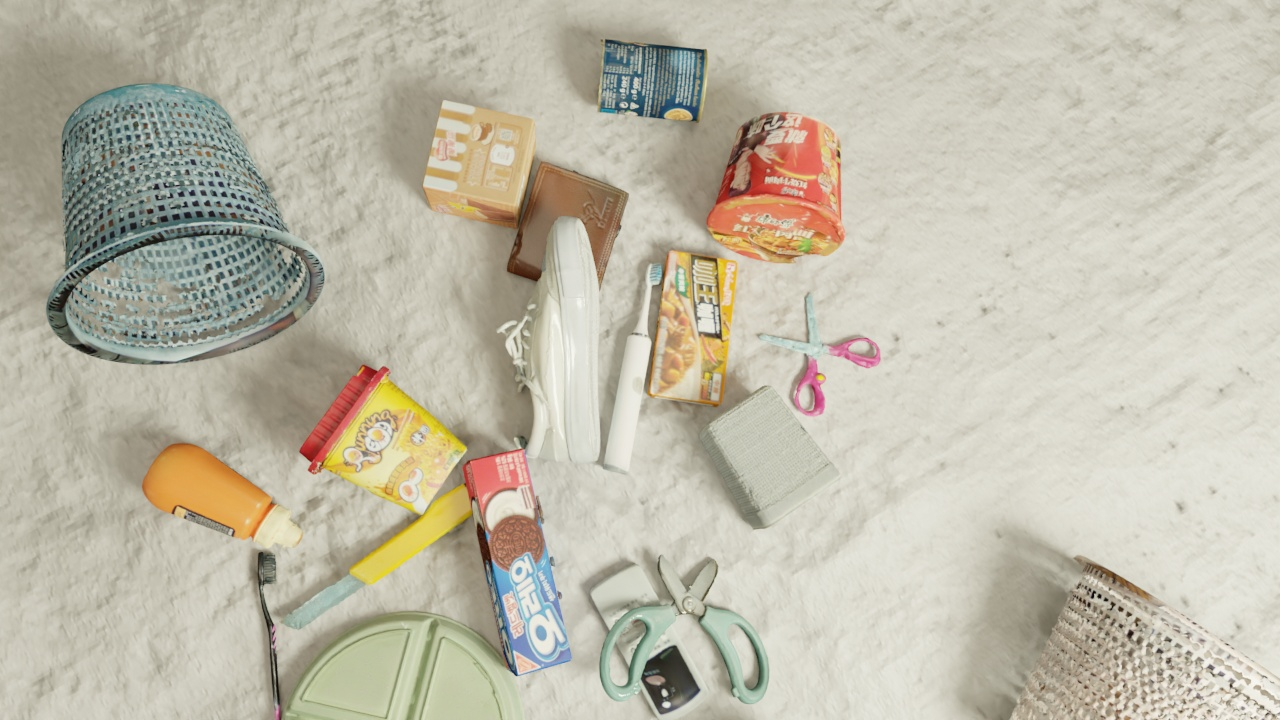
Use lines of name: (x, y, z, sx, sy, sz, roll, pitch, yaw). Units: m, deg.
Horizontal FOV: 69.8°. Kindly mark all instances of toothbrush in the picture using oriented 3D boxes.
toothbrush: (-0.348, 0.277, 0.875, 0.017, 0.014, 0.189, -6, 82, -18)
toothbrush: (-0.005, 0.006, 0.939, 0.026, 0.026, 0.220, 3, 77, 38)

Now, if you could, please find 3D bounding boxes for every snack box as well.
snack box: (-0.118, 0.192, 0.878, 0.058, 0.057, 0.207, -11, 83, -21)
snack box: (-0.161, -0.197, 0.932, 0.094, 0.077, 0.092, 11, 80, -4)
snack box: (0.055, -0.033, 0.949, 0.075, 0.026, 0.153, 8, 80, -4)

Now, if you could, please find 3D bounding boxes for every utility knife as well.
utility knife: (-0.247, 0.189, 0.895, 0.230, 0.015, 0.033, -35, 85, -11)

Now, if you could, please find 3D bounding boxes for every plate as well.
plate: (-0.223, 0.352, 0.854, 0.230, 0.027, 0.230, 1, 74, -3)

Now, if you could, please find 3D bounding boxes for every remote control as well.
remote control: (0.009, 0.277, 0.900, 0.058, 0.021, 0.150, -29, 84, -9)

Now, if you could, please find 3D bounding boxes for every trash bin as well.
trash bin: (-0.430, -0.134, 0.847, 0.226, 0.227, 0.195, -21, 71, -8)
trash bin: (0.454, 0.323, 0.846, 0.227, 0.227, 0.192, 34, 92, 1)

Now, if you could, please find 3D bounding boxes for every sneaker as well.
sneaker: (-0.089, -0.019, 0.900, 0.091, 0.089, 0.242, 0, 96, 6)

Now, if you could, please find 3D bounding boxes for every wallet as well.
wallet: (-0.074, -0.133, 0.953, 0.101, 0.032, 0.124, 18, 81, -5)

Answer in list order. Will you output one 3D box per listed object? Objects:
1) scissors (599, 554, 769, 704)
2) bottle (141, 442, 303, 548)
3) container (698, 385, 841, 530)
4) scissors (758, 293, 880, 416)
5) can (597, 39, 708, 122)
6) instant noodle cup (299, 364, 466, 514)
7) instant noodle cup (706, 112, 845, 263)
scissors: (0.046, 0.282, 0.885, 0.170, 0.019, 0.174, 47, 62, 0)
bottle: (-0.391, 0.136, 0.872, 0.149, 0.067, 0.066, 30, 80, -7)
container: (0.121, 0.094, 0.905, 0.090, 0.090, 0.114, -33, 82, -9)
scissors: (0.190, -0.007, 0.963, 0.136, 0.017, 0.133, -3, 78, -2)
can: (0.010, -0.293, 0.962, 0.111, 0.075, 0.075, 5, 81, -4)
instant noodle cup: (-0.239, 0.079, 0.871, 0.123, 0.116, 0.116, 36, 79, -11)
instant noodle cup: (0.142, -0.177, 0.929, 0.138, 0.138, 0.108, 12, 72, -3)
